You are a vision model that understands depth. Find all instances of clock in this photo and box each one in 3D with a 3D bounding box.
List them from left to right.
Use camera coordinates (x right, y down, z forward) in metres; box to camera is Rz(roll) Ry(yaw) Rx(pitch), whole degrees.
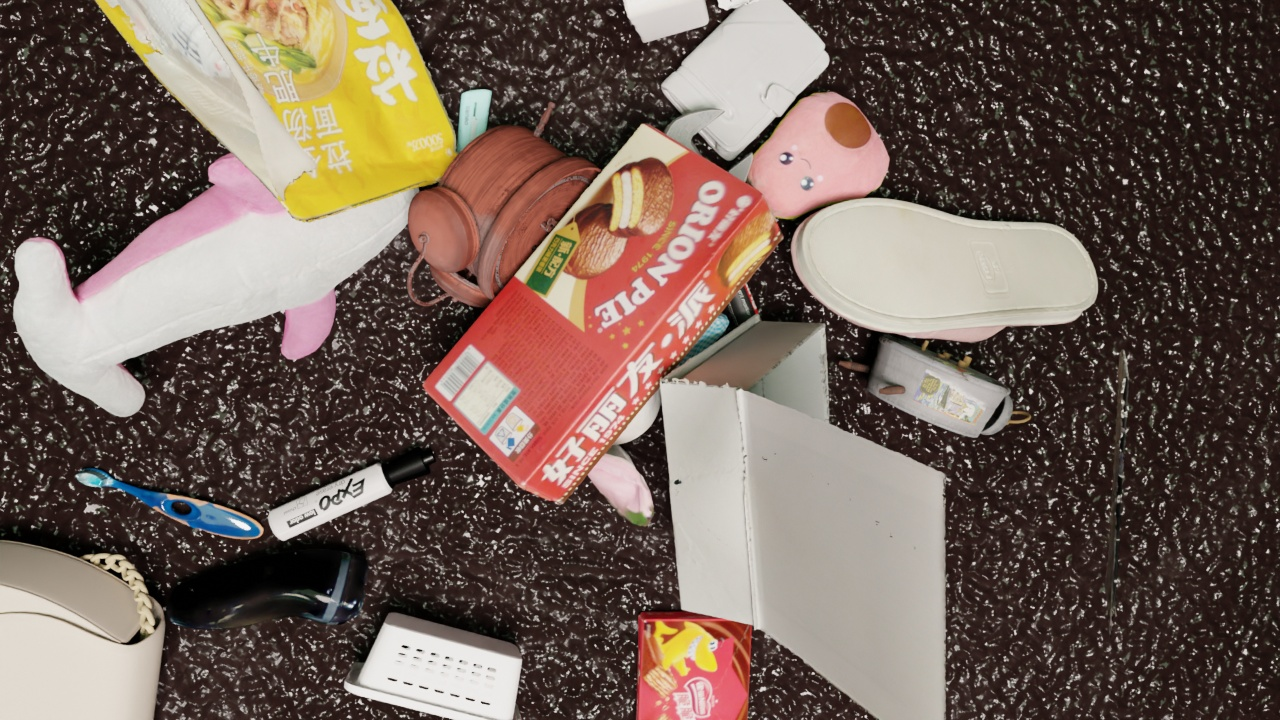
[{"bbox_3d":[-0.096,-0.093,0.637,0.072,0.121,0.157,40,76,17],"label":"clock"},{"bbox_3d":[0.237,0.022,0.706,0.148,0.104,0.056,21,100,-15],"label":"clock"}]

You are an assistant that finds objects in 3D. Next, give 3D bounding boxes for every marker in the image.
[{"bbox_3d":[-0.213,0.097,0.685,0.126,0.025,0.025,-24,97,-6],"label":"marker"},{"bbox_3d":[0.070,-0.066,0.715,0.023,0.021,0.145,-27,98,-35],"label":"marker"}]

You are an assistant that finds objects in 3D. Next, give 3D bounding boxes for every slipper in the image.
[{"bbox_3d":[0.235,-0.067,0.710,0.274,0.055,0.114,2,70,-20],"label":"slipper"}]

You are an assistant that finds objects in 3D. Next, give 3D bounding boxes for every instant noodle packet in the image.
[{"bbox_3d":[-0.218,-0.196,0.579,0.084,0.162,0.221,-35,91,34],"label":"instant noodle packet"}]

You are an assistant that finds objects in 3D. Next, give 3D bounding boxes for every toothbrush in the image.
[{"bbox_3d":[-0.344,0.105,0.671,0.135,0.017,0.021,21,93,-8],"label":"toothbrush"}]

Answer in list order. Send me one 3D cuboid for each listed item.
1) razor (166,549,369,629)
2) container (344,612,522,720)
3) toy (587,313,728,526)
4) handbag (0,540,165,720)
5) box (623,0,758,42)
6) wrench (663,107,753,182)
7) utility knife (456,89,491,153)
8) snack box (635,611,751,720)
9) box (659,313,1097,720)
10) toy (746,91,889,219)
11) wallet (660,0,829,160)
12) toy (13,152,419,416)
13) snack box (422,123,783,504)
[{"bbox_3d":[-0.270,0.174,0.673,0.140,0.053,0.064,-8,127,-1],"label":"razor"},{"bbox_3d":[-0.145,0.227,0.679,0.129,0.081,0.049,18,80,-9],"label":"container"},{"bbox_3d":[-0.004,0.004,0.658,0.105,0.131,0.205,22,90,-4],"label":"toy"},{"bbox_3d":[-0.446,0.231,0.632,0.208,0.103,0.211,11,101,-10],"label":"handbag"},{"bbox_3d":[0.052,-0.299,0.656,0.137,0.124,0.109,-9,95,10],"label":"box"},{"bbox_3d":[-0.014,-0.068,0.689,0.083,0.018,0.273,39,95,-16],"label":"wrench"},{"bbox_3d":[-0.129,-0.138,0.687,0.022,0.015,0.129,6,96,-11],"label":"utility knife"},{"bbox_3d":[0.041,0.268,0.733,0.089,0.021,0.133,1,94,-7],"label":"snack box"},{"bbox_3d":[0.099,0.094,0.542,0.150,0.368,0.167,-9,108,-7],"label":"box"},{"bbox_3d":[0.132,-0.150,0.702,0.110,0.051,0.090,-38,97,-3],"label":"toy"},{"bbox_3d":[0.081,-0.220,0.701,0.086,0.032,0.116,41,88,-6],"label":"wallet"},{"bbox_3d":[-0.281,-0.079,0.620,0.265,0.187,0.128,-34,59,-26],"label":"toy"},{"bbox_3d":[-0.025,-0.033,0.608,0.113,0.060,0.236,38,88,31],"label":"snack box"}]
